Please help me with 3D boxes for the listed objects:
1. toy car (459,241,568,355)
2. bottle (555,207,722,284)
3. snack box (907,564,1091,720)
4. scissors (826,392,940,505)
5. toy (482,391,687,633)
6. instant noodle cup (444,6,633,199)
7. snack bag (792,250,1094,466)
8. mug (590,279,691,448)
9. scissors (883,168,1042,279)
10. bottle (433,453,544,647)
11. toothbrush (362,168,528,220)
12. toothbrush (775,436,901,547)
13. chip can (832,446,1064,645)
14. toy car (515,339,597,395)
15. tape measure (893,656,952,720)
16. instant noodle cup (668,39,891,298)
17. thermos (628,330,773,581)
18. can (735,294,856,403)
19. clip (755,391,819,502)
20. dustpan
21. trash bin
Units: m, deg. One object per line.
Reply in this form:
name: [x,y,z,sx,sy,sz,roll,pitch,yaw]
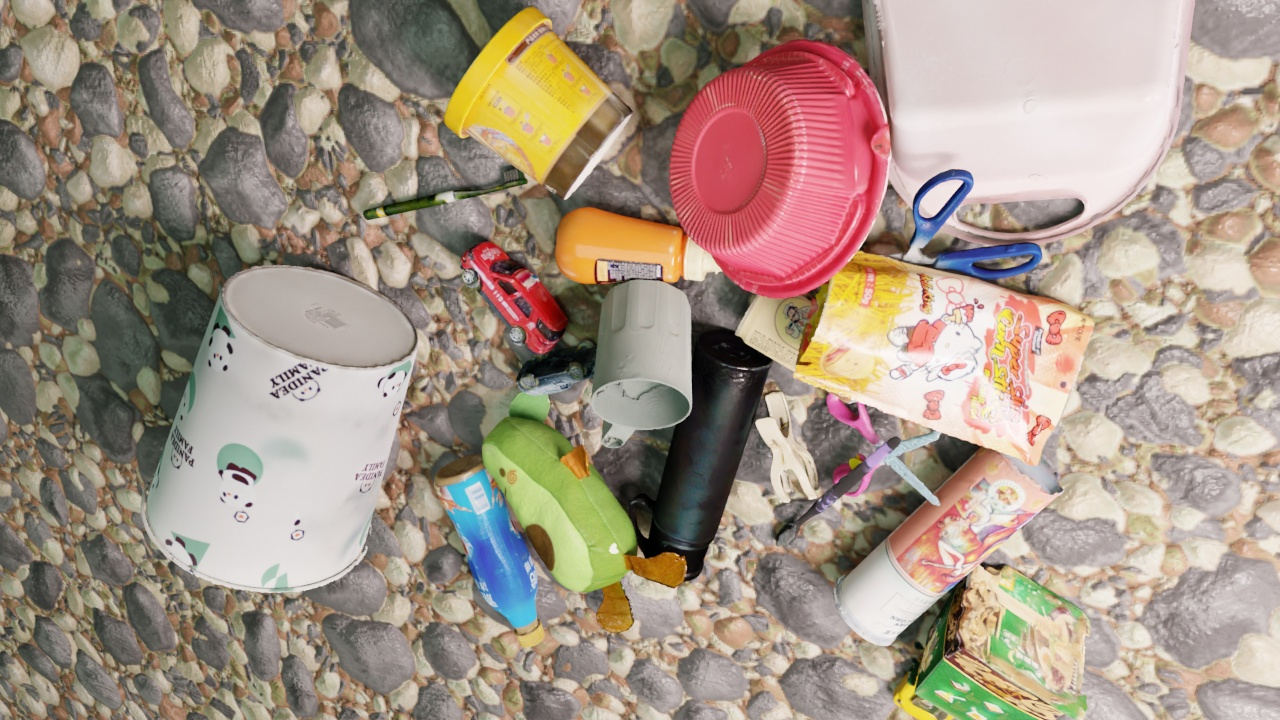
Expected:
toy car: [-0.116,-0.062,0.856,0.045,0.052,0.120,-39,97,29]
bottle: [0.004,-0.094,0.791,0.149,0.066,0.067,7,115,11]
snack box: [0.308,0.260,0.799,0.117,0.118,0.106,31,132,7]
scissors: [0.203,0.074,0.785,0.134,0.017,0.133,-35,77,53]
toy: [-0.070,0.148,0.891,0.246,0.089,0.228,48,141,16]
instant noodle cup: [-0.078,-0.203,0.747,0.114,0.118,0.119,38,121,-6]
snack bag: [0.229,-0.008,0.702,0.208,0.073,0.128,17,91,0]
mug: [-0.005,0.005,0.796,0.083,0.103,0.124,14,147,-17]
scissors: [0.218,-0.083,0.700,0.176,0.012,0.162,2,146,9]
bottle: [-0.152,0.208,0.980,0.065,0.065,0.219,-11,108,25]
toothbrush: [-0.188,-0.156,0.866,0.186,0.012,0.017,-7,103,24]
toothbrush: [0.171,0.121,0.818,0.014,0.016,0.190,43,134,7]
chip can: [0.259,0.155,0.788,0.071,0.071,0.215,37,120,3]
toy car: [-0.077,0.010,0.877,0.091,0.042,0.034,-14,121,26]
tape measure: [0.276,0.320,0.876,0.057,0.028,0.060,30,120,7]
instant noodle cup: [0.085,-0.143,0.679,0.194,0.065,0.194,4,95,50]
thermos: [0.046,0.090,0.846,0.090,0.068,0.243,23,119,15]
can: [0.142,-0.016,0.767,0.116,0.058,0.059,31,120,7]
clip: [0.131,0.082,0.824,0.035,0.070,0.100,-10,112,25]
dustpan: [0.267,-0.229,0.655,0.223,0.138,0.273,3,85,22]
trash bin: [-0.347,0.058,0.911,0.229,0.229,0.252,29,114,8]
